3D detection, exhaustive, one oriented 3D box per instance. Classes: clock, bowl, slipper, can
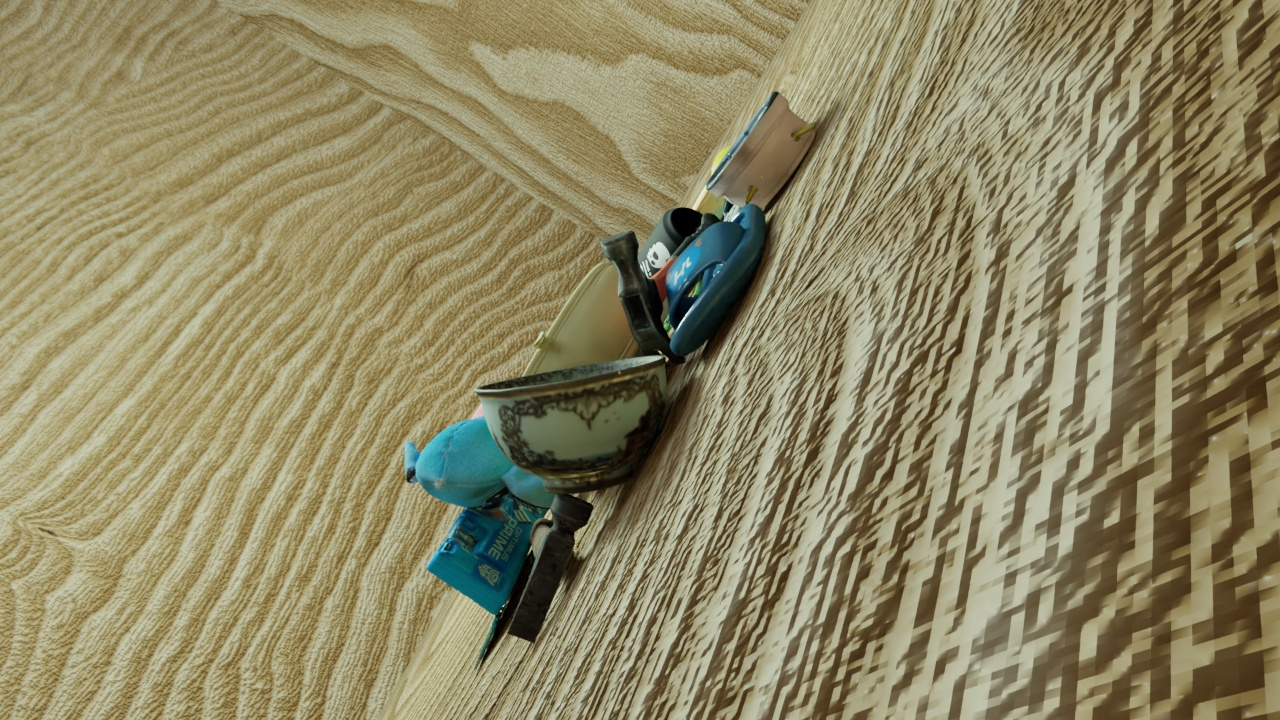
[{"bbox_3d":[0.122,-0.207,0.935,0.117,0.059,0.157,-53,6,11],"label":"clock"},{"bbox_3d":[-0.049,0.055,0.749,0.160,0.160,0.094,-135,36,-85],"label":"bowl"},{"bbox_3d":[0.065,-0.084,0.799,0.104,0.059,0.213,-53,6,35],"label":"slipper"},{"bbox_3d":[0.036,-0.125,1.198,0.146,0.080,0.080,-54,7,44],"label":"can"}]

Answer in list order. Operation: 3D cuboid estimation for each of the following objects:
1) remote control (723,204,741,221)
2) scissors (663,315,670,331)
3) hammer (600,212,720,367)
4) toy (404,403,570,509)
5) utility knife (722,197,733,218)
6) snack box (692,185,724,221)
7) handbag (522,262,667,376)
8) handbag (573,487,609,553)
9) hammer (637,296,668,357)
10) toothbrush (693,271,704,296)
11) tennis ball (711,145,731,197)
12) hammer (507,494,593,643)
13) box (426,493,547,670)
[{"bbox_3d":[0.097,-0.134,0.981,0.050,0.022,0.133,-55,6,31],"label":"remote control"},{"bbox_3d":[0.019,-0.030,1.200,0.131,0.012,0.112,-57,8,22],"label":"scissors"},{"bbox_3d":[0.043,-0.097,0.929,0.033,0.133,0.332,-13,16,22],"label":"hammer"},{"bbox_3d":[-0.157,0.096,1.040,0.190,0.224,0.099,-47,-50,-44],"label":"toy"},{"bbox_3d":[0.116,-0.194,1.130,0.020,0.029,0.173,-61,3,24],"label":"utility knife"},{"bbox_3d":[0.092,-0.205,1.340,0.193,0.044,0.142,-62,4,-25],"label":"snack box"},{"bbox_3d":[-0.051,0.005,0.926,0.191,0.088,0.232,98,-163,-72],"label":"handbag"},{"bbox_3d":[-0.030,0.098,0.846,0.084,0.027,0.177,-55,10,52],"label":"handbag"},{"bbox_3d":[-0.006,0.006,1.064,0.310,0.029,0.125,-64,5,-22],"label":"hammer"},{"bbox_3d":[0.077,-0.103,1.051,0.187,0.014,0.017,-66,-4,-56],"label":"toothbrush"},{"bbox_3d":[0.114,-0.216,1.058,0.065,0.065,0.065,-58,5,7],"label":"tennis ball"},{"bbox_3d":[-0.095,0.185,0.889,0.331,0.033,0.120,137,156,-79],"label":"hammer"},{"bbox_3d":[-0.178,0.228,1.076,0.114,0.114,0.243,-52,7,20],"label":"box"}]
